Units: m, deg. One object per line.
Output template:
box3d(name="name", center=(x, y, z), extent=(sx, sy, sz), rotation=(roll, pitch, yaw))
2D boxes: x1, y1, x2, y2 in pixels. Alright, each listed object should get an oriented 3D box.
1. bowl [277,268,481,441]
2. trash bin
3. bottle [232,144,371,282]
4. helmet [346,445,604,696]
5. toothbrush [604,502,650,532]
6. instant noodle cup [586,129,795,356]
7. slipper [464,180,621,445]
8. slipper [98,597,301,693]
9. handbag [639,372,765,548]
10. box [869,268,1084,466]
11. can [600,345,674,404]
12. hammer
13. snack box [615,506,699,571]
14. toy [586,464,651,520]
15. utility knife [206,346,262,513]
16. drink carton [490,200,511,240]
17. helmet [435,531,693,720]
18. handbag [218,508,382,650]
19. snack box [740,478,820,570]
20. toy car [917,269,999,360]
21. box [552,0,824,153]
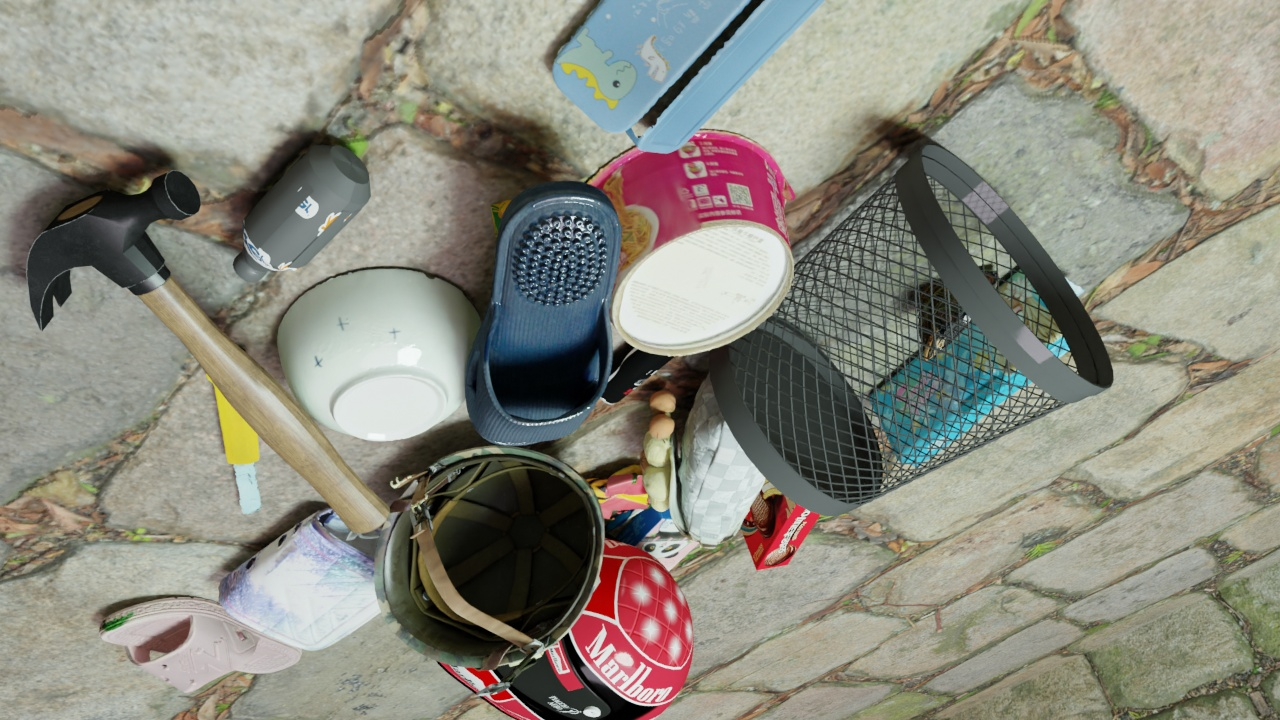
box3d(name="bowl", center=(-0.192, 0.008, 0.691), extent=(0.153, 0.072, 0.154), rotation=(-11, 143, -9))
box3d(name="trash bin", center=(0.200, -0.011, 0.727), extent=(0.217, 0.217, 0.228), rotation=(18, 135, -40))
box3d(name="bottle", center=(-0.215, -0.088, 0.574), extent=(0.113, 0.047, 0.047), rotation=(-37, 141, 24))
box3d(name="helmet", center=(-0.137, 0.177, 0.822), extent=(0.224, 0.192, 0.236), rotation=(-32, 175, -4))
box3d(name="toothbrush", center=(-0.017, 0.179, 1.047), extent=(0.189, 0.016, 0.017), rotation=(-40, 149, 28))
box3d(name="instant noodle cup", center=(0.036, -0.074, 0.679), extent=(0.178, 0.077, 0.179), rotation=(-12, 144, -9))
box3d(name="slipper", center=(-0.061, -0.001, 0.625), extent=(0.101, 0.082, 0.264), rotation=(-2, 142, -17))
box3d(name="slipper", center=(-0.460, 0.316, 0.987), extent=(0.094, 0.064, 0.239), rotation=(-27, 145, 12))
box3d(name="handbag", center=(0.061, 0.077, 0.867), extent=(0.123, 0.112, 0.172), rotation=(13, 131, -4))
box3d(name="box", center=(0.359, 0.014, 0.927), extent=(0.117, 0.097, 0.227), rotation=(14, 133, -34))
box3d(name="can", center=(-0.005, 0.005, 0.804), extent=(0.081, 0.031, 0.031), rotation=(-39, 140, 26))
box3d(name="hammer", center=(-0.271, 0.020, 0.625), extent=(0.132, 0.040, 0.306), rotation=(-17, 129, 14))
box3d(name="snack box", center=(0.017, 0.218, 1.098), extent=(0.087, 0.033, 0.155), rotation=(10, 136, -33))
box3d(name="toy", center=(-0.020, 0.138, 0.969), extent=(0.103, 0.046, 0.084), rotation=(-8, 157, -7))
box3d(name="utility knife", center=(-0.329, 0.065, 0.751), extent=(0.030, 0.019, 0.228), rotation=(1, 136, -16))
box3d(name="drink carton", center=(-0.078, -0.057, 0.666), extent=(0.041, 0.058, 0.123), rotation=(-12, 144, -10))
box3d(name="helmet", center=(-0.063, 0.291, 0.997), extent=(0.225, 0.197, 0.271), rotation=(-26, 126, 32))
box3d(name="handbag", center=(-0.321, 0.212, 0.915), extent=(0.159, 0.069, 0.126), rotation=(-35, 127, 21))
box3d(name="snack box", center=(0.132, 0.114, 0.925), extent=(0.035, 0.132, 0.152), rotation=(-6, 143, -18))
box3d(name="toy car", center=(0.286, -0.049, 0.853), extent=(0.111, 0.047, 0.047), rotation=(-39, 152, -24))
box3d(name="box", center=(0.051, -0.208, 0.535), extent=(0.122, 0.047, 0.210), rotation=(19, 129, -43))
